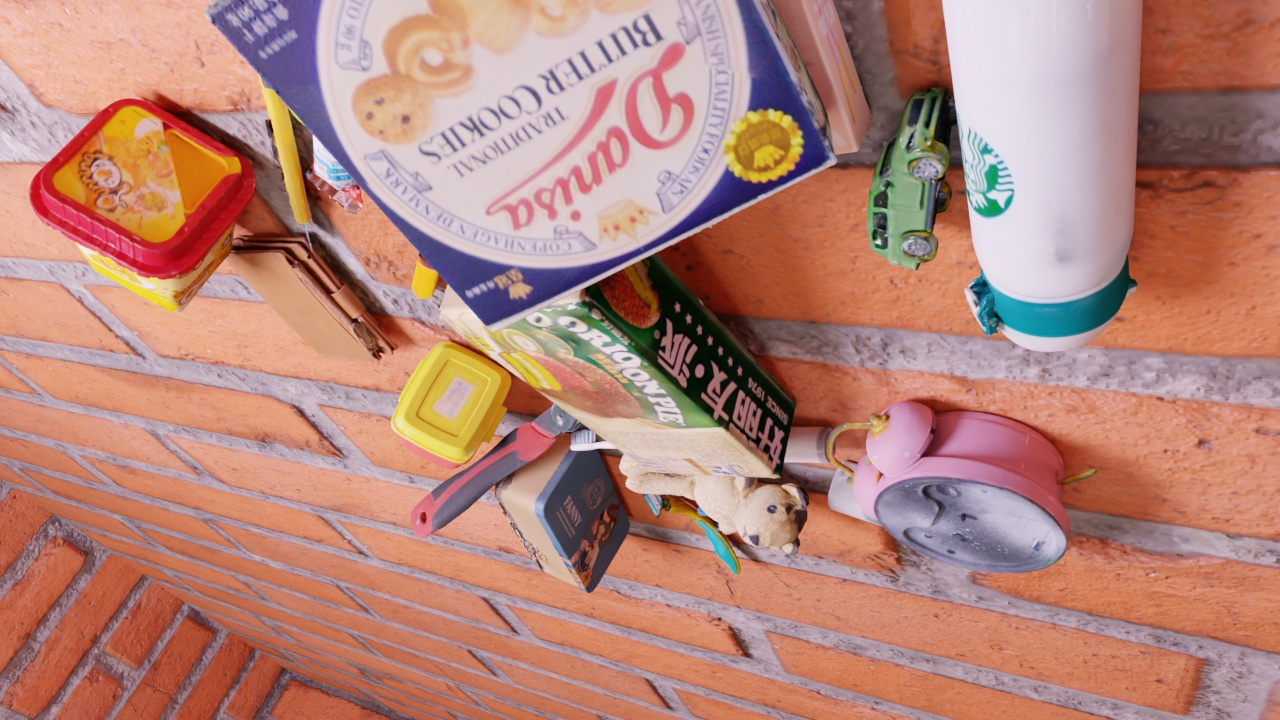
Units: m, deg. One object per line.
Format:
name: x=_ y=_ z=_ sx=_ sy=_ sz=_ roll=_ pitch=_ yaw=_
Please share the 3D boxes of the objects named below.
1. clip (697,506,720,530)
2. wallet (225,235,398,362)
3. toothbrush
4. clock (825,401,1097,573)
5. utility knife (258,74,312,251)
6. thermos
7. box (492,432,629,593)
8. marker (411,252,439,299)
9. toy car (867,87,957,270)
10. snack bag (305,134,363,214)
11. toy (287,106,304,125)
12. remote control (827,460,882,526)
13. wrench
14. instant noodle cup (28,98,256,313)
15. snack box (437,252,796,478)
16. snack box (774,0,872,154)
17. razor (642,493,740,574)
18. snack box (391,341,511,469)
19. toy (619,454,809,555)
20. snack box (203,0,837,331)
clip: x=0.079 y=0.139 z=0.816 sx=0.034 sy=0.013 sz=0.055 roll=41 pitch=145 yaw=-25
wallet: x=-0.277 y=-0.051 z=0.771 sx=0.108 sy=0.031 sz=0.132 roll=5 pitch=143 yaw=36
toothbrush: x=0.039 y=0.064 z=0.701 sx=0.221 sy=0.026 sz=0.026 roll=-3 pitch=169 yaw=30
clock: x=0.198 y=0.079 z=0.599 sx=0.158 sy=0.059 sz=0.117 roll=15 pitch=148 yaw=14
utility knife: x=-0.239 y=-0.134 z=0.619 sx=0.015 sy=0.033 sz=0.191 roll=-15 pitch=154 yaw=-19
thermos: x=0.158 y=-0.091 z=0.364 sx=0.073 sy=0.073 sz=0.224 roll=5 pitch=144 yaw=30
box: x=-0.070 y=0.134 z=0.843 sx=0.063 sy=0.089 sz=0.184 roll=17 pitch=150 yaw=25
marker: x=-0.146 y=-0.081 z=0.650 sx=0.018 sy=0.015 sz=0.124 roll=27 pitch=146 yaw=-5
toy car: x=0.126 y=-0.083 z=0.424 sx=0.036 sy=0.043 sz=0.091 roll=15 pitch=147 yaw=17
snack bag: x=-0.193 y=-0.138 z=0.583 sx=0.048 sy=0.026 sz=0.104 roll=36 pitch=149 yaw=0
toy: x=-0.195 y=-0.165 z=0.502 sx=0.100 sy=0.031 sz=0.097 roll=44 pitch=161 yaw=55
remote control: x=0.207 y=0.113 z=0.679 sx=0.135 sy=0.019 sz=0.056 roll=17 pitch=148 yaw=14
wrench: x=-0.106 y=0.082 z=0.759 sx=0.274 sy=0.056 sz=0.016 roll=-32 pitch=156 yaw=30
instant noodle cup: x=-0.354 y=-0.103 z=0.668 sx=0.116 sy=0.116 sz=0.124 roll=30 pitch=151 yaw=-8
snack box: x=-0.003 y=0.003 z=0.582 sx=0.115 sy=0.063 sz=0.240 roll=-2 pitch=151 yaw=37
snack box: x=0.037 y=-0.154 z=0.398 sx=0.085 sy=0.026 sz=0.157 roll=1 pitch=141 yaw=35
razor: x=0.055 y=0.158 z=0.846 sx=0.132 sy=0.028 sz=0.043 roll=44 pitch=180 yaw=-26
snack box: x=-0.159 y=0.044 z=0.774 sx=0.082 sy=0.091 sz=0.080 roll=28 pitch=155 yaw=-4
toy: x=0.057 y=0.105 z=0.732 sx=0.157 sy=0.066 sz=0.105 roll=17 pitch=127 yaw=24
snack box: x=-0.038 y=-0.117 z=0.370 sx=0.178 sy=0.045 sz=0.182 roll=-24 pitch=127 yaw=20
